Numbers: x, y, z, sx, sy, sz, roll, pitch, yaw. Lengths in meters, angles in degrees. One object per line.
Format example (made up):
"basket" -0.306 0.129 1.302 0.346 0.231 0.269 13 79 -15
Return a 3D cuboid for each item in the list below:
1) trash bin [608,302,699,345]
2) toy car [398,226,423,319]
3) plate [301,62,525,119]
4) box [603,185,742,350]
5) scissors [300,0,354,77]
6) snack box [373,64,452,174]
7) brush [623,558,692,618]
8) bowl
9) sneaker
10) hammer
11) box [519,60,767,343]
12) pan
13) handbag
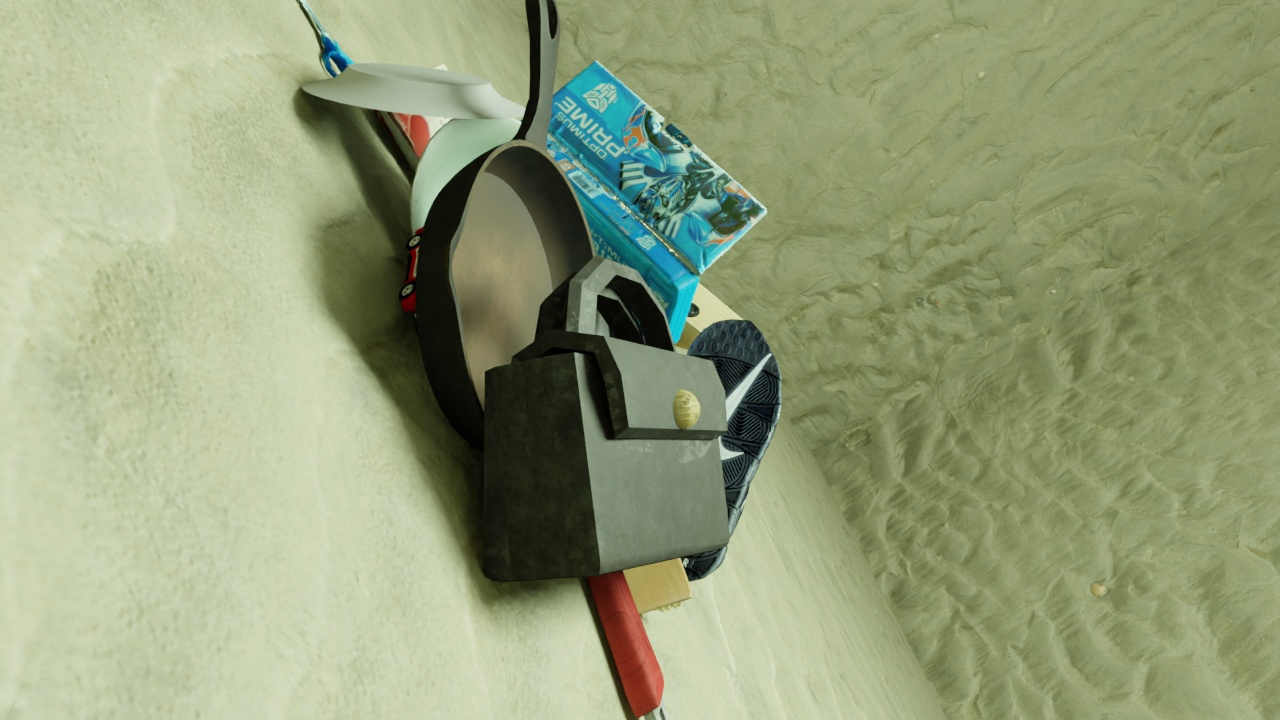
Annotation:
"trash bin" -0.005 0.005 0.885 0.092 0.094 0.160 17 29 0
"toy car" -0.152 -0.060 0.669 0.038 0.025 0.089 50 24 -41
"plate" -0.173 -0.215 0.718 0.172 0.173 0.019 -97 -166 -68
"box" -0.007 -0.107 1.112 0.257 0.076 0.247 52 -17 -25
"scissors" -0.278 -0.287 0.805 0.134 0.016 0.073 58 12 3
"snack box" -0.137 -0.136 0.842 0.273 0.076 0.044 58 -25 -6
"brush" 0.004 0.157 0.747 0.117 0.049 0.039 -112 -171 -48
"bowl" -0.143 -0.119 0.771 0.173 0.068 0.174 -11 104 -53
"sneaker" 0.071 0.093 0.880 0.151 0.097 0.252 74 33 -72
"hammer" -0.005 0.199 0.623 0.126 0.036 0.315 43 18 -50
"box" -0.026 -0.145 0.826 0.243 0.167 0.075 46 25 22
"pan" -0.086 -0.098 0.650 0.248 0.043 0.355 26 63 -68
"handbag" -0.009 0.032 0.600 0.197 0.102 0.199 10 72 -62
